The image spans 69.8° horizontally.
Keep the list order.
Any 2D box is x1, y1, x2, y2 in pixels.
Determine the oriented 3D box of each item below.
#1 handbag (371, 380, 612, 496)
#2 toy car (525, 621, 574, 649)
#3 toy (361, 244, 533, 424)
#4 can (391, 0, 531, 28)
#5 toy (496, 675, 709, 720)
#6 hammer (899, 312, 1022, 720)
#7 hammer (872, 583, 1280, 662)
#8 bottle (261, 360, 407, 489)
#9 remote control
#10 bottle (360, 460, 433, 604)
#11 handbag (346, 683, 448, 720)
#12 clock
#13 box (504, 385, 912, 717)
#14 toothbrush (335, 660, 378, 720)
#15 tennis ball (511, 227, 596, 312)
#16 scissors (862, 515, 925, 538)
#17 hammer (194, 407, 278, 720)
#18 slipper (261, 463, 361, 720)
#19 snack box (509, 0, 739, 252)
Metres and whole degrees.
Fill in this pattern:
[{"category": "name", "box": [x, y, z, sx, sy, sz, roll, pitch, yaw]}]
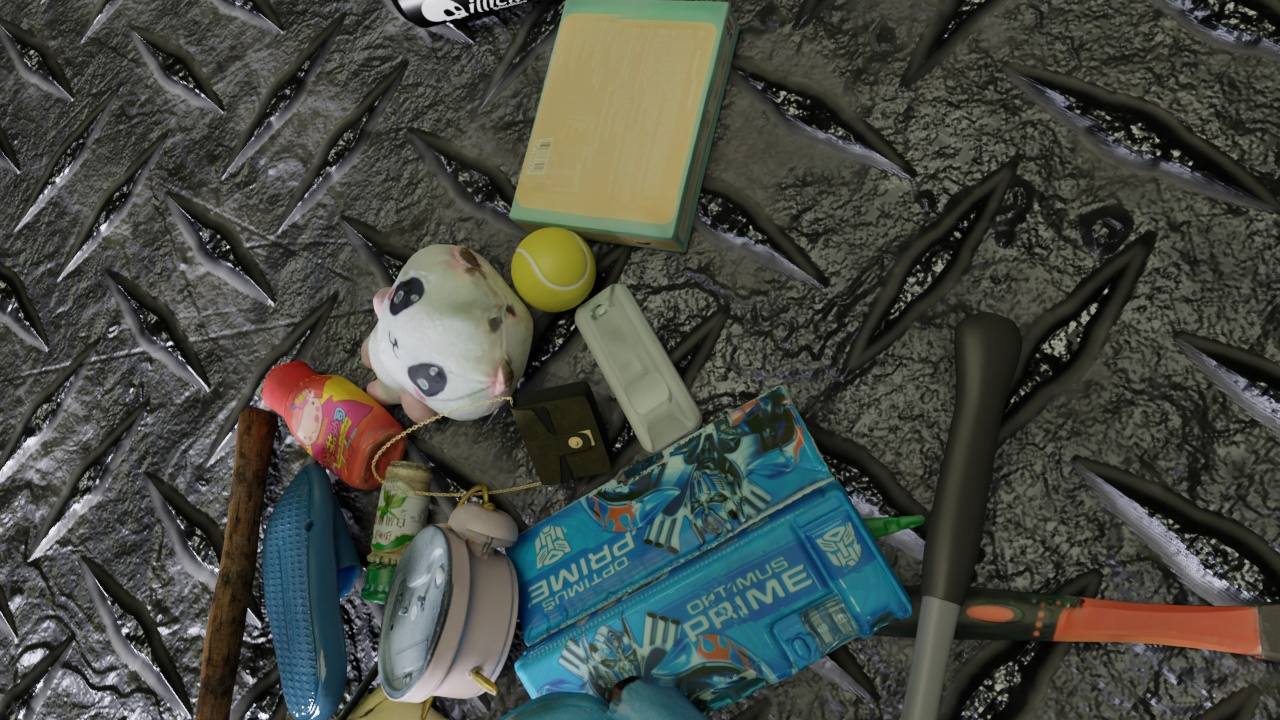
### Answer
[{"category": "handbag", "box": [-0.115, 0.067, 0.678, 0.178, 0.084, 0.027, -12, 31, 9]}, {"category": "toy car", "box": [-0.060, 0.186, 0.667, 0.038, 0.025, 0.089, -2, 78, 20]}, {"category": "toy", "box": [-0.162, -0.014, 0.720, 0.180, 0.101, 0.139, -21, 83, 35]}, {"category": "can", "box": [-0.142, -0.342, 0.790, 0.146, 0.080, 0.080, -6, 75, 19]}, {"category": "toy", "box": [-0.045, 0.290, 0.540, 0.224, 0.099, 0.191, -25, 97, 0]}, {"category": "hammer", "box": [0.183, 0.119, 0.536, 0.125, 0.030, 0.310, 18, 76, -8]}, {"category": "hammer", "box": [0.235, 0.156, 0.557, 0.334, 0.033, 0.133, -1, 79, 20]}, {"category": "bottle", "box": [-0.254, 0.048, 0.756, 0.134, 0.048, 0.072, 31, 114, 25]}, {"category": "remote control", "box": [-0.004, 0.004, 0.689, 0.050, 0.022, 0.133, -34, 68, 10]}, {"category": "bottle", "box": [-0.188, 0.134, 0.718, 0.043, 0.042, 0.110, 3, 77, 21]}, {"category": "handbag", "box": [-0.151, 0.329, 0.635, 0.233, 0.088, 0.190, 24, 83, 24]}, {"category": "clock", "box": [-0.132, 0.162, 0.645, 0.117, 0.058, 0.157, -37, 42, 44]}, {"category": "box", "box": [0.024, 0.140, 0.594, 0.244, 0.060, 0.175, -31, 69, 12]}, {"category": "toothbrush", "box": [-0.190, 0.224, 0.667, 0.017, 0.014, 0.187, 23, 56, 13]}, {"category": "tennis ball", "box": [-0.067, -0.070, 0.707, 0.065, 0.065, 0.065, -5, 76, 19]}, {"category": "scissors", "box": [0.127, 0.111, 0.622, 0.127, 0.011, 0.123, -15, 76, 17]}, {"category": "hammer", "box": [-0.333, 0.196, 0.731, 0.033, 0.120, 0.329, -7, 69, 19]}, {"category": "slipper", "box": [-0.248, 0.171, 0.709, 0.104, 0.059, 0.213, -50, 45, 31]}, {"category": "snack box", "box": [-0.013, -0.190, 0.726, 0.142, 0.044, 0.193, 11, 82, 22]}]
